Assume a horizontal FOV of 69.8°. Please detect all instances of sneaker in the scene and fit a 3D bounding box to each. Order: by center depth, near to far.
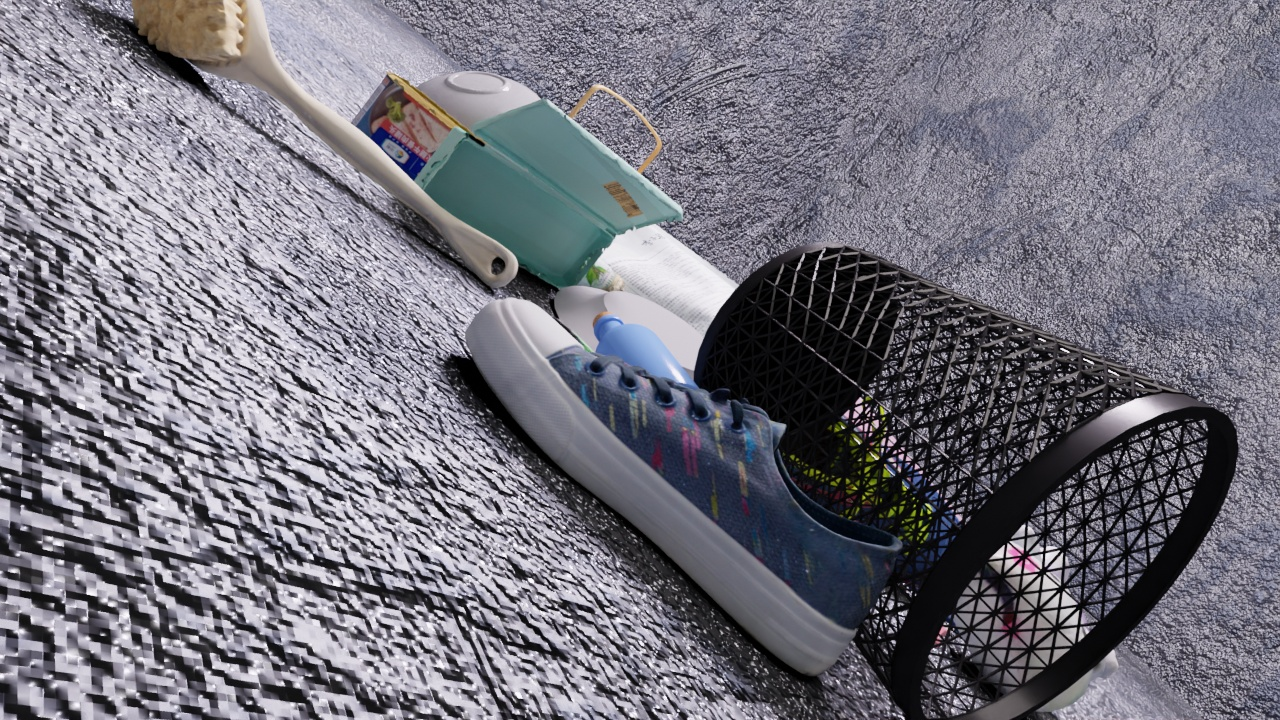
[{"bbox_3d":[0.022,0.041,0.439,0.235,0.079,0.087,42,10,6],"label":"sneaker"},{"bbox_3d":[0.185,0.111,0.739,0.242,0.116,0.091,36,-18,-6],"label":"sneaker"}]

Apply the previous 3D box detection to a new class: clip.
[{"bbox_3d":[0.192,0.178,0.606,0.023,0.041,0.059,41,5,23],"label":"clip"}]

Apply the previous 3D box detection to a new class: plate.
[{"bbox_3d":[0.013,-0.016,0.725,0.172,0.019,0.172,28,21,-12],"label":"plate"}]

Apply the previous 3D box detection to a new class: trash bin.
[{"bbox_3d":[0.163,0.053,0.549,0.217,0.217,0.243,32,11,-43],"label":"trash bin"}]

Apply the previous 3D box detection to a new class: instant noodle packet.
[{"bbox_3d":[0.033,-0.061,0.882,0.146,0.057,0.269,-22,51,-41],"label":"instant noodle packet"}]

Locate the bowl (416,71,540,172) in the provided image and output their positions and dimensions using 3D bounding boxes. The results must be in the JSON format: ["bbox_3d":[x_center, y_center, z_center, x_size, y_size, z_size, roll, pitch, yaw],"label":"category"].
[{"bbox_3d":[-0.141,-0.211,0.794,0.132,0.064,0.131,5,34,-4],"label":"bowl"}]

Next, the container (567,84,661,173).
[{"bbox_3d":[-0.054,-0.214,1.039,0.129,0.167,0.183,45,10,23],"label":"container"}]

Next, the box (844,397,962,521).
[{"bbox_3d":[0.249,0.121,0.911,0.233,0.075,0.172,51,10,8],"label":"box"}]

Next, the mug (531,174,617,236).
[{"bbox_3d":[-0.066,-0.141,0.854,0.124,0.076,0.090,16,-20,16],"label":"mug"}]

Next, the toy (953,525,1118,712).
[{"bbox_3d":[0.313,0.205,0.738,0.209,0.086,0.137,17,49,-54],"label":"toy"}]

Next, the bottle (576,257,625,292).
[{"bbox_3d":[-0.064,-0.088,0.812,0.110,0.043,0.042,40,10,-13],"label":"bottle"}]

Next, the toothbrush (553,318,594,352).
[{"bbox_3d":[0.009,0.031,0.531,0.014,0.017,0.188,26,-17,50],"label":"toothbrush"}]

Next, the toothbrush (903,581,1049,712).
[{"bbox_3d":[0.275,0.225,0.780,0.190,0.017,0.016,42,10,9],"label":"toothbrush"}]

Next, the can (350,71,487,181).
[{"bbox_3d":[-0.170,-0.169,0.705,0.100,0.059,0.054,37,10,-17],"label":"can"}]

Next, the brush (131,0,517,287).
[{"bbox_3d":[-0.181,-0.137,0.560,0.272,0.062,0.077,42,25,-21],"label":"brush"}]

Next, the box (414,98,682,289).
[{"bbox_3d":[-0.068,-0.124,0.697,0.187,0.138,0.056,28,33,-54],"label":"box"}]

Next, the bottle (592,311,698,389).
[{"bbox_3d":[-0.004,0.004,0.605,0.048,0.048,0.131,34,12,-34],"label":"bottle"}]
